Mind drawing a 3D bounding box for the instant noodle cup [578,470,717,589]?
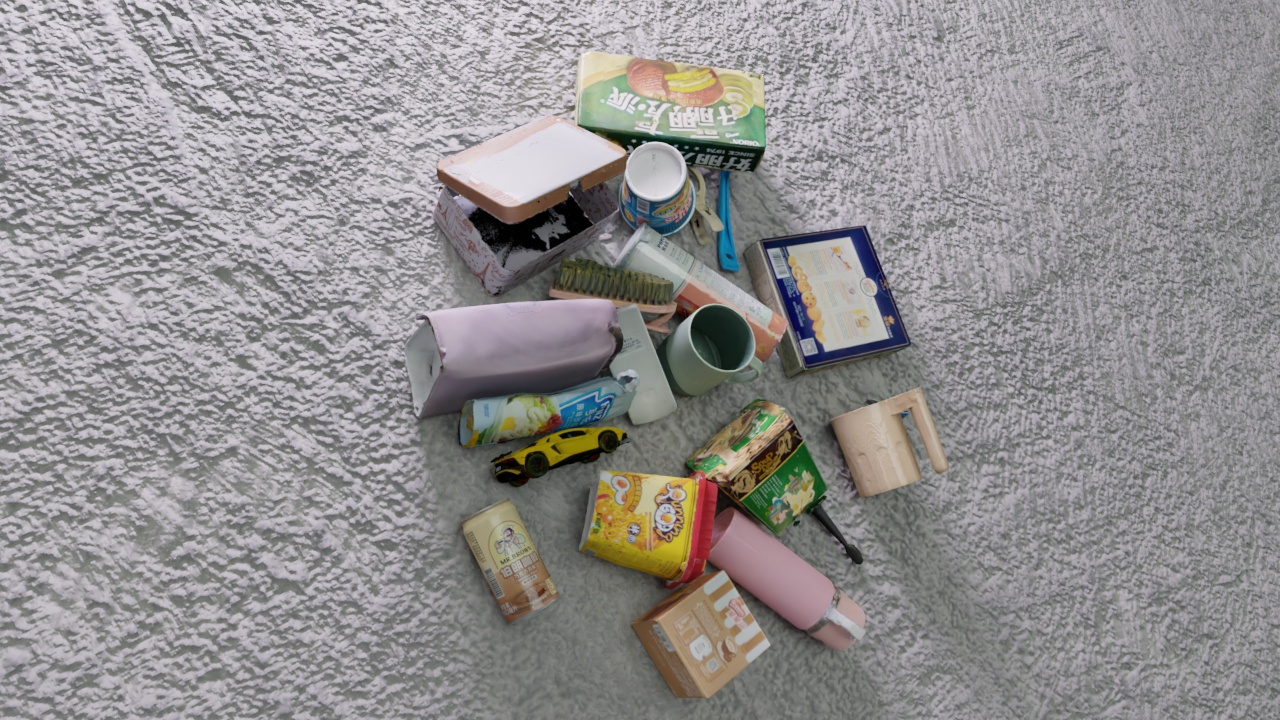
[{"bbox_3d":[0.006,0.171,0.969,0.123,0.116,0.116,13,66,-6],"label":"instant noodle cup"}]

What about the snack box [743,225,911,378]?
[{"bbox_3d":[0.245,-0.080,1.200,0.182,0.046,0.178,-11,76,-27],"label":"snack box"}]

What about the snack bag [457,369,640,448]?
[{"bbox_3d":[-0.092,0.052,0.965,0.190,0.111,0.038,-9,57,-24],"label":"snack bag"}]

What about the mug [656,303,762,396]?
[{"bbox_3d":[0.083,-0.003,1.063,0.111,0.107,0.082,24,62,-14],"label":"mug"}]

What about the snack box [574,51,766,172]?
[{"bbox_3d":[0.037,-0.311,1.155,0.240,0.063,0.114,5,68,-8],"label":"snack box"}]

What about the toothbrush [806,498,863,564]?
[{"bbox_3d":[0.197,0.161,1.101,0.212,0.026,0.027,49,20,-1],"label":"toothbrush"}]

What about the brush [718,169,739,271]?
[{"bbox_3d":[0.111,-0.236,1.207,0.083,0.046,0.254,7,72,-26],"label":"brush"}]

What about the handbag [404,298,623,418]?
[{"bbox_3d":[-0.133,-0.010,0.950,0.196,0.145,0.098,-7,76,-27],"label":"handbag"}]

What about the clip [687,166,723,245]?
[{"bbox_3d":[0.066,-0.197,1.179,0.034,0.076,0.103,-24,92,-30],"label":"clip"}]

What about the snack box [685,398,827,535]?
[{"bbox_3d":[0.138,0.126,1.035,0.118,0.117,0.105,-40,105,-7],"label":"snack box"}]

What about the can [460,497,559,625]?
[{"bbox_3d":[-0.131,0.202,0.921,0.058,0.059,0.116,-24,82,-29],"label":"can"}]

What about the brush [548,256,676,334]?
[{"bbox_3d":[-0.031,-0.070,1.049,0.145,0.063,0.073,10,107,-4],"label":"brush"}]

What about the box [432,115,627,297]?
[{"bbox_3d":[-0.118,-0.193,1.017,0.181,0.158,0.148,-35,89,-30],"label":"box"}]

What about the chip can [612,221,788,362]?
[{"bbox_3d":[0.074,-0.079,1.108,0.214,0.071,0.071,33,61,-10],"label":"chip can"}]

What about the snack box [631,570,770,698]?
[{"bbox_3d":[0.062,0.288,0.963,0.094,0.077,0.093,-30,85,-29],"label":"snack box"}]

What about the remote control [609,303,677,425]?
[{"bbox_3d":[-0.006,0.006,1.032,0.056,0.019,0.135,-22,107,3],"label":"remote control"}]

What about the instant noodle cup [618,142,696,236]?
[{"bbox_3d":[0.018,-0.208,1.092,0.099,0.110,0.099,0,84,2],"label":"instant noodle cup"}]

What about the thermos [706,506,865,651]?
[{"bbox_3d":[0.162,0.247,1.018,0.198,0.087,0.067,38,80,-5],"label":"thermos"}]

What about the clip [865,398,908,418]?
[{"bbox_3d":[0.319,0.065,1.193,0.056,0.024,0.027,10,64,-13],"label":"clip"}]

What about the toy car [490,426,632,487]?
[{"bbox_3d":[-0.083,0.097,0.975,0.155,0.071,0.041,-14,81,-30],"label":"toy car"}]

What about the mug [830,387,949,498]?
[{"bbox_3d":[0.305,0.101,1.116,0.084,0.125,0.103,-7,75,-48],"label":"mug"}]
